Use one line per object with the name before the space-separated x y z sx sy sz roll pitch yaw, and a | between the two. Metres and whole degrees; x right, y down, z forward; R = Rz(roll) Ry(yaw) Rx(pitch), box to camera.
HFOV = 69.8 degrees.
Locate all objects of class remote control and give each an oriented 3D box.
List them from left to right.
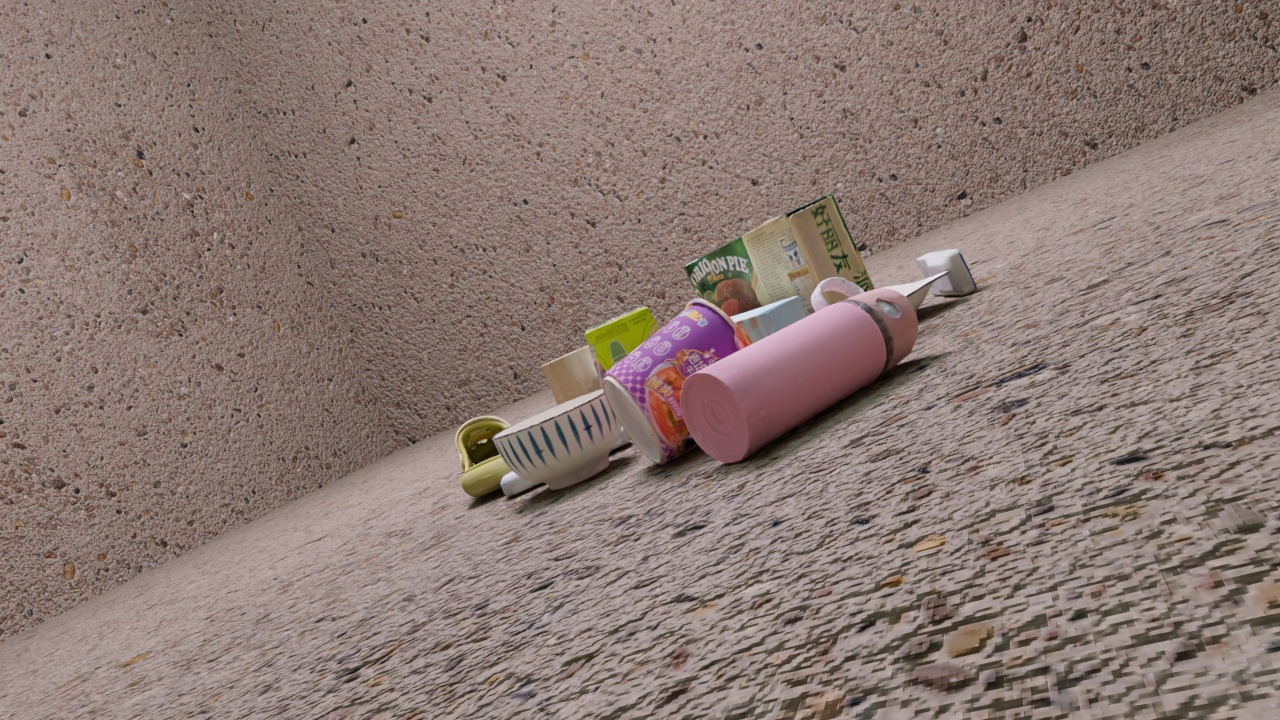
remote control | -0.074 0.099 0.912 0.136 0.020 0.056 -24 2 -6
remote control | 0.330 -0.094 0.997 0.024 0.049 0.125 -26 2 5

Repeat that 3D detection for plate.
plate | 0.232 -0.043 0.966 0.163 0.034 0.164 -24 3 -17

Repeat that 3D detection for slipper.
slipper | -0.160 0.098 1.023 0.091 0.081 0.190 -21 3 -2

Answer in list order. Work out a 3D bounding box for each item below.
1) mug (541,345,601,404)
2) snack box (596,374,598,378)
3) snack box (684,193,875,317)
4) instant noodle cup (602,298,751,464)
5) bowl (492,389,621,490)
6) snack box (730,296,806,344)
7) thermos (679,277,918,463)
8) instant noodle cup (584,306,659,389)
mug | -0.072 0.034 1.303 0.084 0.103 0.124 -22 3 36
snack box | -0.004 0.011 1.276 0.074 0.051 0.174 -41 -5 8
snack box | 0.138 -0.082 0.962 0.063 0.114 0.240 -26 3 -21
instant noodle cup | 0.031 0.021 0.717 0.099 0.111 0.112 -31 5 -14
bowl | -0.067 0.076 0.827 0.116 0.066 0.116 -23 4 1
snack box | 0.111 -0.009 0.900 0.051 0.074 0.175 -25 3 -17
thermos | 0.115 -0.004 0.656 0.198 0.087 0.067 -27 -25 -34
instant noodle cup | -0.006 0.006 1.061 0.112 0.123 0.111 -23 3 1
